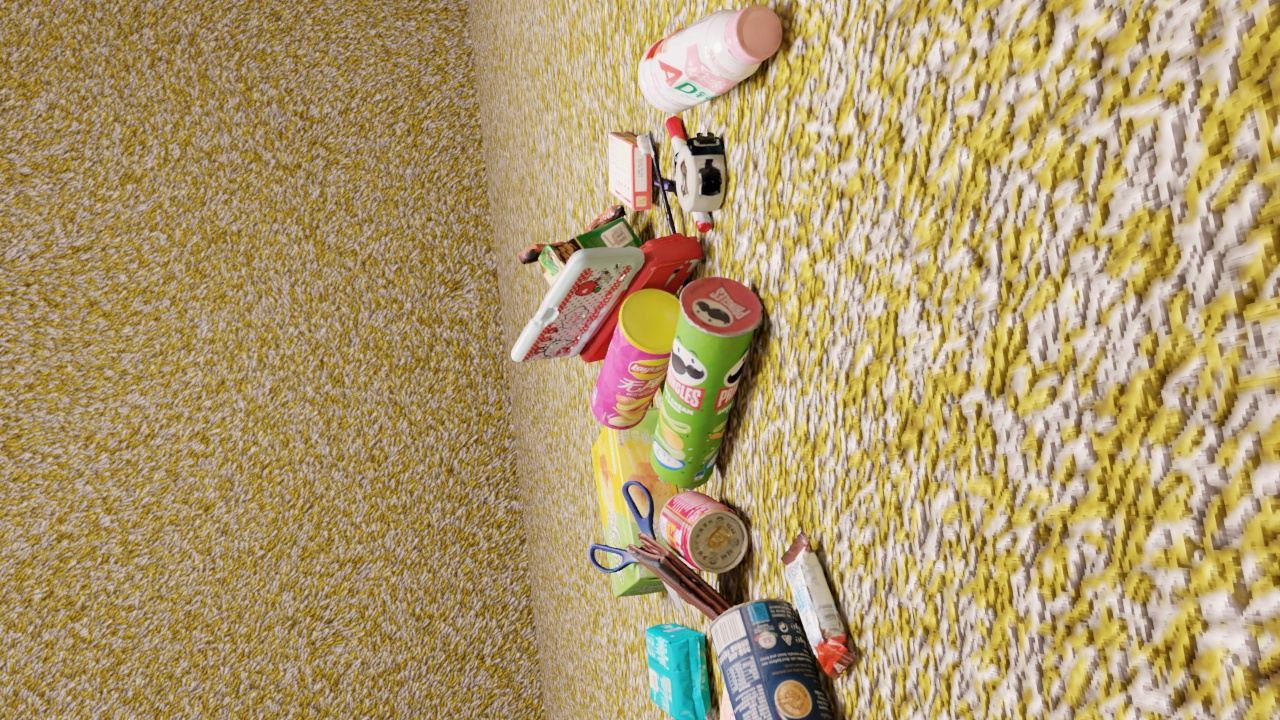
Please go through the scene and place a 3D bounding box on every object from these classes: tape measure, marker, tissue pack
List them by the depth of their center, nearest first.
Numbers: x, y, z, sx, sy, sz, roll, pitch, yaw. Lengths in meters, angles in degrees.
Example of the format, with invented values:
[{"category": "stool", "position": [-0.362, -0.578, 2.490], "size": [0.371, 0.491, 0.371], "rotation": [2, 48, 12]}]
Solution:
[{"category": "tape measure", "position": [0.056, -0.173, 0.867], "size": [0.066, 0.033, 0.066], "rotation": [148, 116, -76]}, {"category": "marker", "position": [0.048, -0.189, 0.926], "size": [0.017, 0.017, 0.145], "rotation": [107, 154, -57]}, {"category": "tissue pack", "position": [0.045, 0.363, 1.076], "size": [0.134, 0.050, 0.093], "rotation": [150, 116, -74]}]

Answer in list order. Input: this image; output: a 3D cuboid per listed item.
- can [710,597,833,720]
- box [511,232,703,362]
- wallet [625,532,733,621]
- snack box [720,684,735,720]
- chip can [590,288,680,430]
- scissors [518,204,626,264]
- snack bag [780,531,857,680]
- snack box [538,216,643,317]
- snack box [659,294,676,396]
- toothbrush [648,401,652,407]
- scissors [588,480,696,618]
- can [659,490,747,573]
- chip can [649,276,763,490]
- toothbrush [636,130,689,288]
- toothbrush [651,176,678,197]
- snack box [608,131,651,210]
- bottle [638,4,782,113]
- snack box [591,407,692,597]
[{"category": "can", "position": [0.105, 0.258, 0.744], "size": [0.075, 0.075, 0.111], "rotation": [100, 160, -48]}, {"category": "box", "position": [-0.037, -0.057, 0.957], "size": [0.039, 0.157, 0.202], "rotation": [61, 142, 18]}, {"category": "wallet", "position": [0.048, 0.225, 0.922], "size": [0.124, 0.032, 0.101], "rotation": [42, 170, -13]}, {"category": "snack box", "position": [0.105, 0.343, 0.879], "size": [0.084, 0.026, 0.157], "rotation": [-118, 26, -57]}, {"category": "chip can", "position": [-0.006, 0.006, 0.990], "size": [0.211, 0.071, 0.071], "rotation": [114, 148, -61]}, {"category": "scissors", "position": [-0.085, -0.156, 1.195], "size": [0.015, 0.188, 0.226], "rotation": [63, 154, 0]}, {"category": "snack bag", "position": [0.134, 0.187, 0.702], "size": [0.048, 0.026, 0.104], "rotation": [110, 153, -46]}, {"category": "snack box", "position": [-0.046, -0.109, 1.110], "size": [0.118, 0.105, 0.118], "rotation": [54, 166, -4]}, {"category": "snack box", "position": [0.039, 0.005, 1.018], "size": [0.086, 0.026, 0.156], "rotation": [102, 158, -49]}, {"category": "toothbrush", "position": [0.011, -0.015, 1.153], "size": [0.016, 0.016, 0.180], "rotation": [-126, 36, -60]}, {"category": "scissors", "position": [0.007, 0.214, 1.046], "size": [0.163, 0.012, 0.174], "rotation": [-21, 69, 30]}, {"category": "can", "position": [0.062, 0.168, 0.903], "size": [0.094, 0.066, 0.066], "rotation": [-172, 77, -76]}, {"category": "chip can", "position": [0.056, 0.029, 0.866], "size": [0.237, 0.072, 0.072], "rotation": [100, 160, -48]}, {"category": "toothbrush", "position": [0.027, -0.157, 0.982], "size": [0.016, 0.018, 0.181], "rotation": [157, 98, -81]}, {"category": "toothbrush", "position": [0.030, -0.194, 1.016], "size": [0.189, 0.016, 0.014], "rotation": [-128, 37, -71]}, {"category": "snack box", "position": [-0.014, -0.234, 1.122], "size": [0.155, 0.027, 0.077], "rotation": [-122, 30, -68]}, {"category": "bottle", "position": [0.058, -0.254, 0.771], "size": [0.197, 0.068, 0.068], "rotation": [-160, 65, -70]}, {"category": "snack box", "position": [-0.004, 0.184, 1.164], "size": [0.158, 0.070, 0.209], "rotation": [119, 144, -65]}]
